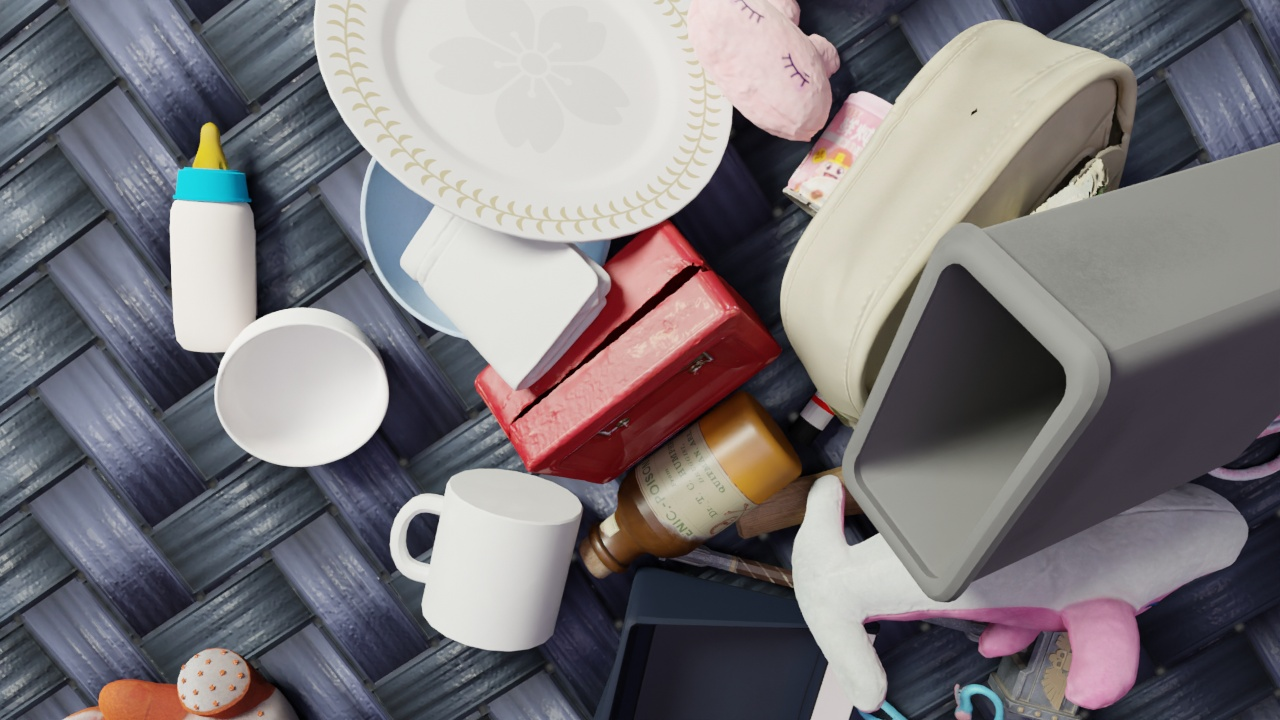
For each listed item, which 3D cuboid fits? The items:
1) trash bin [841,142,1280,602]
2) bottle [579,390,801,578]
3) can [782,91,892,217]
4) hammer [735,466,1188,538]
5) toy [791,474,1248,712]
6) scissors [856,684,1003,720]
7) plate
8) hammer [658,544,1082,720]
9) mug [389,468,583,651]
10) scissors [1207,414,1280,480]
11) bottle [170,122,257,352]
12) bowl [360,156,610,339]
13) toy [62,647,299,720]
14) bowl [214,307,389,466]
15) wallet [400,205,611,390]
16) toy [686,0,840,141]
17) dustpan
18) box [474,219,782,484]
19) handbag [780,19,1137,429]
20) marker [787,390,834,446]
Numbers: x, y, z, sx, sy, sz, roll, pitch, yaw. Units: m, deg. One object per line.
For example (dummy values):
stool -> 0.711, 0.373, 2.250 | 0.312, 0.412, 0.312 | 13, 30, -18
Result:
trash bin -> 0.236, 0.005, 0.462 | 0.219, 0.097, 0.192 | -17, 142, -21
bottle -> 0.026, 0.091, 0.612 | 0.157, 0.067, 0.068 | -37, 98, 12
can -> 0.138, -0.119, 0.576 | 0.067, 0.067, 0.076 | 35, 100, -5
hammer -> 0.212, 0.068, 0.625 | 0.305, 0.040, 0.132 | -13, 98, 6
toy -> 0.230, 0.137, 0.574 | 0.266, 0.186, 0.128 | -9, 140, 5
scissors -> 0.209, 0.272, 0.663 | 0.126, 0.015, 0.136 | 10, 121, 22
plate -> -0.061, -0.173, 0.530 | 0.242, 0.016, 0.242 | 8, 66, -18
hammer -> 0.161, 0.168, 0.647 | 0.322, 0.044, 0.098 | 14, 101, 1
mug -> -0.107, 0.128, 0.615 | 0.121, 0.091, 0.090 | 13, 101, -2
scissors -> 0.367, 0.063, 0.635 | 0.174, 0.017, 0.076 | -18, 99, 4
bottle -> -0.279, -0.080, 0.599 | 0.051, 0.051, 0.146 | 4, 101, 0
bowl -> -0.092, -0.091, 0.582 | 0.150, 0.074, 0.150 | 0, 101, 0
toy -> -0.330, 0.293, 0.652 | 0.172, 0.092, 0.164 | -19, 101, 6
bowl -> -0.221, 0.013, 0.606 | 0.104, 0.054, 0.105 | -7, 114, -15
wallet -> -0.077, -0.049, 0.520 | 0.086, 0.032, 0.116 | -46, 73, 12
toy -> 0.080, -0.186, 0.554 | 0.108, 0.104, 0.053 | 45, 134, -3
dustpan -> 0.005, 0.269, 0.631 | 0.273, 0.080, 0.236 | 13, 107, 3
box -> -0.002, 0.005, 0.561 | 0.158, 0.129, 0.087 | -40, 70, 8
handbag -> 0.196, -0.055, 0.529 | 0.229, 0.132, 0.184 | -41, 136, 2
marker -> 0.151, -0.004, 0.622 | 0.019, 0.019, 0.146 | 35, 100, -5
